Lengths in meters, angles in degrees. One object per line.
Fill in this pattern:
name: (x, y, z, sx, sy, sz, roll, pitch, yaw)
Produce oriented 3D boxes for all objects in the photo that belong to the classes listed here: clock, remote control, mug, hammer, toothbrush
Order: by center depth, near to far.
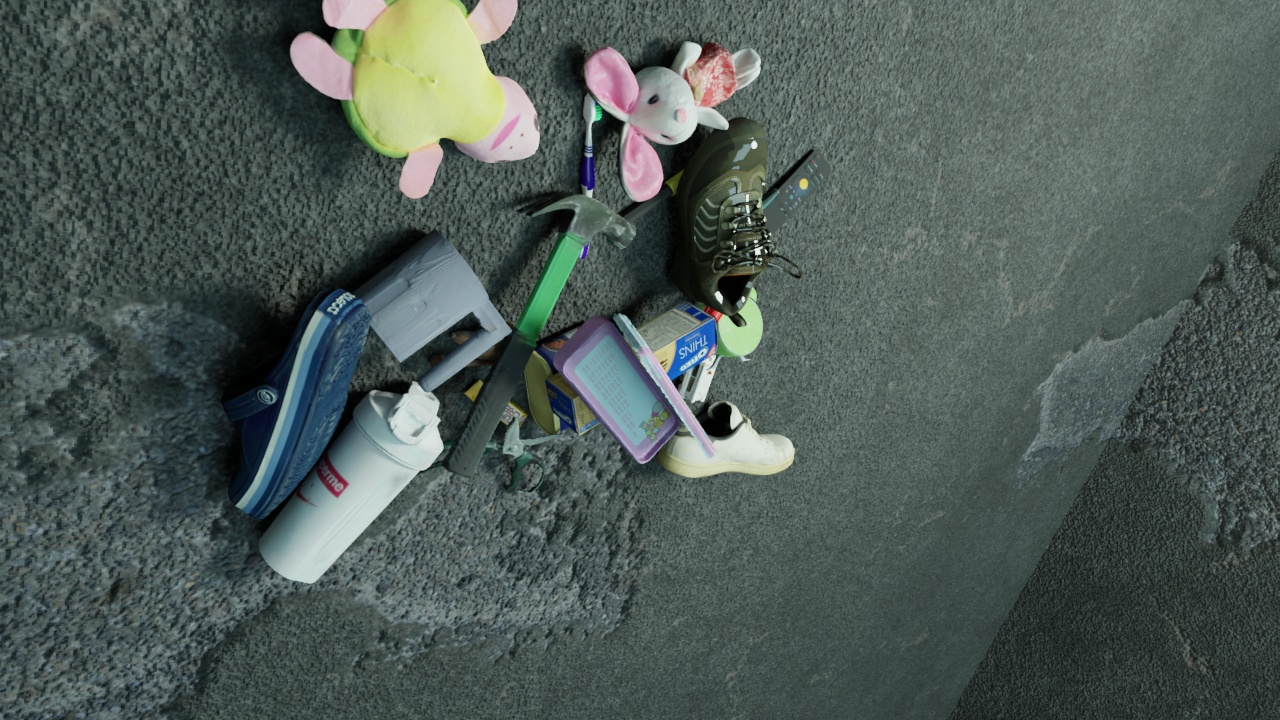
mug: (-0.199, -0.044, 0.872, 0.104, 0.084, 0.124, -39, 114, -12)
hammer: (-0.122, -0.026, 0.953, 0.130, 0.032, 0.319, 26, 91, -43)
toothbrush: (-0.055, -0.191, 0.962, 0.016, 0.015, 0.187, -23, 134, -35)
remote control: (0.183, -0.205, 1.167, 0.151, 0.020, 0.041, -45, 116, -7)
clock: (0.116, -0.052, 1.185, 0.094, 0.043, 0.119, -15, 97, -37)

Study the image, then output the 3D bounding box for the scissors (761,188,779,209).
scissors: (0.109, -0.186, 1.115, 0.155, 0.019, 0.125, -25, 131, -22)

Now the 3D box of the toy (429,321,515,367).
toy: (-0.168, -0.015, 0.968, 0.101, 0.042, 0.055, -3, 104, -34)

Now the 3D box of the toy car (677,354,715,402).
toy car: (0.083, 0.004, 1.220, 0.039, 0.039, 0.113, -3, 121, -42)

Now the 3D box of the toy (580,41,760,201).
toy: (0.037, -0.267, 0.939, 0.193, 0.084, 0.159, -30, 122, -21)

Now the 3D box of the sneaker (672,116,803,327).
sneaker: (0.107, -0.137, 1.022, 0.100, 0.143, 0.238, -16, 136, -26)

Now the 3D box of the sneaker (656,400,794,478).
sneaker: (0.131, 0.106, 1.318, 0.241, 0.089, 0.102, 1, 111, -39)

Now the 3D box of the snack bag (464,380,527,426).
snack bag: (-0.161, 0.052, 1.044, 0.026, 0.020, 0.099, -47, 140, -2)

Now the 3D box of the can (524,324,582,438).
can: (-0.080, 0.020, 1.068, 0.092, 0.056, 0.116, -28, 135, -27)

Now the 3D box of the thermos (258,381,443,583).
thermos: (-0.286, 0.123, 0.925, 0.220, 0.099, 0.099, -50, 141, 5)

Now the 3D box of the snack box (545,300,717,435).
snack box: (-0.006, 0.006, 1.040, 0.206, 0.056, 0.057, -30, 133, -26)

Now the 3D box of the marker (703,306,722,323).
marker: (0.122, -0.104, 1.156, 0.144, 0.023, 0.021, -54, 168, -27)

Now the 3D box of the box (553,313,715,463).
box: (0.007, 0.046, 0.962, 0.089, 0.092, 0.214, -46, 139, -10)

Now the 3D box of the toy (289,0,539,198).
toy: (-0.172, -0.231, 0.764, 0.237, 0.088, 0.190, 13, 104, -50)

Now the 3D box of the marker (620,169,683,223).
marker: (0.023, -0.187, 1.033, 0.123, 0.017, 0.021, -37, -177, -15)

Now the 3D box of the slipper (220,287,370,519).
slipper: (-0.320, 0.030, 0.828, 0.095, 0.104, 0.253, 29, 120, -8)

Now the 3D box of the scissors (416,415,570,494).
scissors: (-0.179, 0.119, 1.056, 0.201, 0.015, 0.202, -10, 148, -15)
